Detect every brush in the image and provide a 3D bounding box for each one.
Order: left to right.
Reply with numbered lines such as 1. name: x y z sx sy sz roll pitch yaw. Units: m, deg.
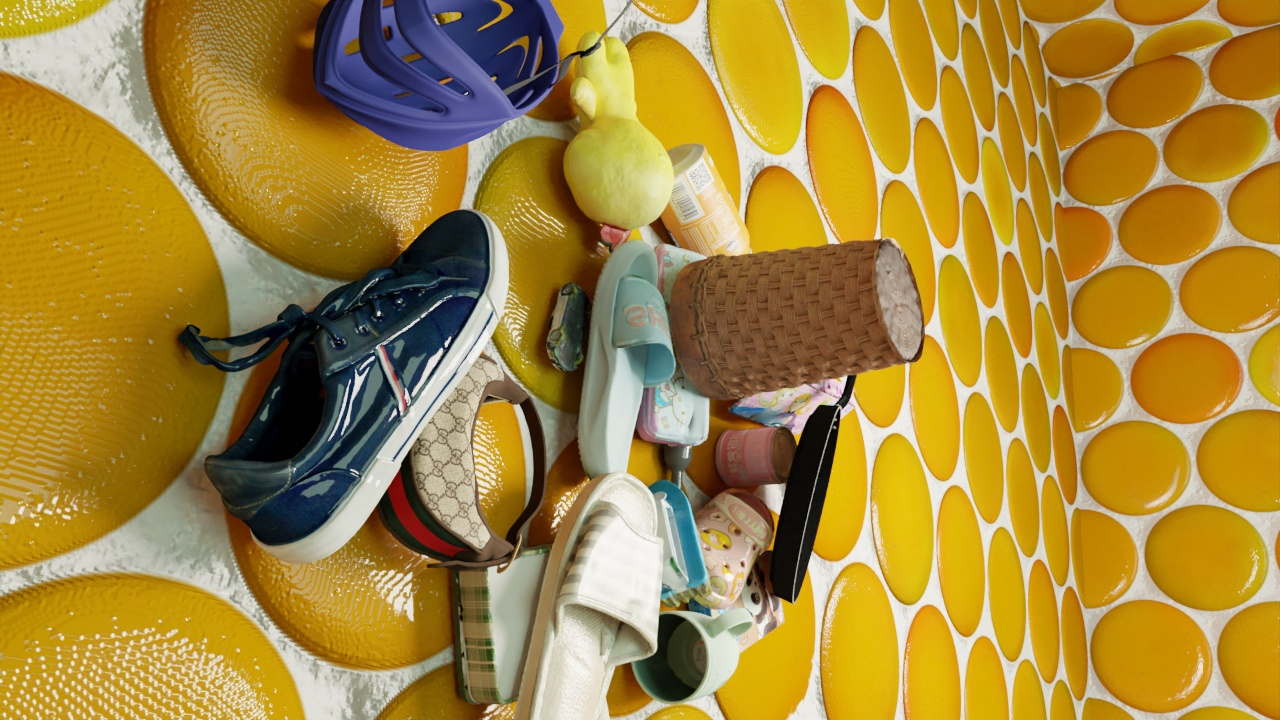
1. brush: 0.025 0.164 0.886 0.135 0.055 0.075 -102 166 -50

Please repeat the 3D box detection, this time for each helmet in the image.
1. helmet: -0.112 -0.257 0.673 0.148 0.228 0.240 60 38 -11

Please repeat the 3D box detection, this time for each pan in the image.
1. pan: 0.209 0.107 1.065 0.226 0.034 0.355 79 28 -54

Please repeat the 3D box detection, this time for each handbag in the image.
1. handbag: -0.127 0.078 0.694 0.138 0.063 0.166 23 53 -37

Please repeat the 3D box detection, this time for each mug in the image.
1. mug: 0.061 0.278 0.892 0.084 0.111 0.104 57 16 27

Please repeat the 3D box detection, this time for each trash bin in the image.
1. trash bin: 0.155 -0.047 0.903 0.151 0.211 0.151 19 65 -51

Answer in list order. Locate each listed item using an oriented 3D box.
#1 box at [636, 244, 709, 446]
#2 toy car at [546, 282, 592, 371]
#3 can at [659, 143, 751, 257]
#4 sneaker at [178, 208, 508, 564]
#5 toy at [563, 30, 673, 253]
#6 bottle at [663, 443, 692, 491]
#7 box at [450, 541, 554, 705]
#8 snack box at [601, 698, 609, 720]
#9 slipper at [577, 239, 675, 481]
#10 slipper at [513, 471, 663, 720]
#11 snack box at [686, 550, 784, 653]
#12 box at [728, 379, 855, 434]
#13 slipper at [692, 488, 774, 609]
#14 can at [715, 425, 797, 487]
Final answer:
1. box: 0.038 -0.017 0.962 0.076 0.036 0.214 10 71 -23
2. toy car: -0.068 -0.030 0.851 0.039 0.027 0.089 50 42 -46
3. can: 0.065 -0.164 1.022 0.142 0.079 0.078 58 41 -28
4. sneaker: -0.193 -0.021 0.616 0.293 0.121 0.127 -65 145 -35
5. toy: -0.023 -0.215 0.904 0.133 0.092 0.207 -19 95 -57
6. bottle: 0.040 0.089 0.972 0.030 0.030 0.112 25 63 -49
7. box: -0.069 0.211 0.780 0.205 0.050 0.117 2 78 -54
8. snack box: -0.078 0.330 0.759 0.149 0.026 0.082 -15 95 -55
9. slipper: -0.005 0.005 0.873 0.104 0.074 0.245 56 39 -64
10. slipper: -0.036 0.214 0.742 0.114 0.054 0.271 43 50 -32
11. snack box: 0.107 0.271 1.020 0.151 0.034 0.087 -8 89 -54
12. box: 0.184 0.049 1.134 0.230 0.085 0.076 21 68 -51
13. slipper: 0.098 0.179 0.971 0.093 0.082 0.196 41 30 8
14. can: 0.134 0.111 1.057 0.067 0.076 0.067 16 70 -52
